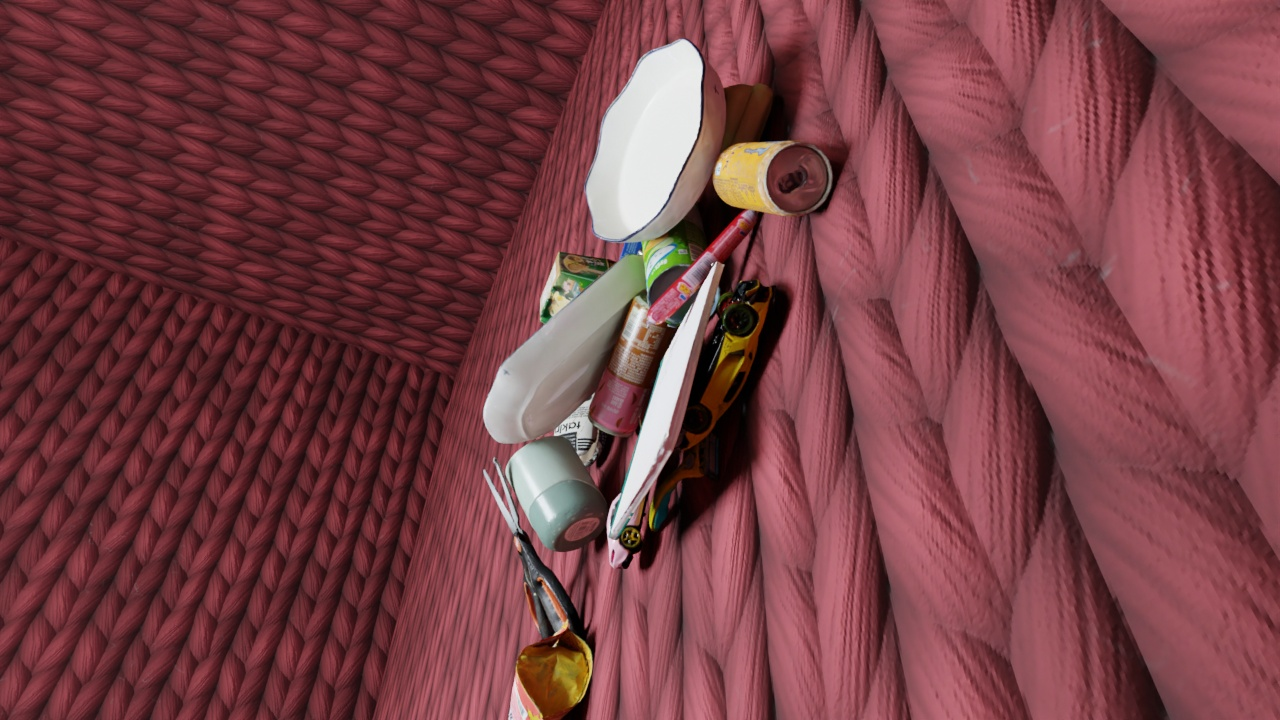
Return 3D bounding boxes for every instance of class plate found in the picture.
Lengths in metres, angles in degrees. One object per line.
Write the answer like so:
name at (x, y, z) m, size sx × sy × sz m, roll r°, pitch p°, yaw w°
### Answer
plate at (-0.060, -0.007, 0.997) m, size 0.265 × 0.034 × 0.162 m, roll -43°, pitch -24°, yaw -22°
plate at (0.015, -0.208, 0.901) m, size 0.205 × 0.045 × 0.204 m, roll -32°, pitch 50°, yaw 49°

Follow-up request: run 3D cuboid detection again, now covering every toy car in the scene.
toy car at (0.065, 0.005, 0.744) m, size 0.071 × 0.041 × 0.156 m, roll -88°, pitch 22°, yaw -78°
toy car at (-0.008, 0.132, 0.849) m, size 0.056 × 0.037 × 0.122 m, roll 90°, pitch -165°, yaw -72°

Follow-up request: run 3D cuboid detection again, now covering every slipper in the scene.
slipper at (0.072, -0.239, 0.947) m, size 0.190 × 0.081 × 0.091 m, roll -144°, pitch 70°, yaw -77°

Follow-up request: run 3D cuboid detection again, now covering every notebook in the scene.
notebook at (0.021, 0.033, 0.782) m, size 0.151 × 0.012 × 0.208 m, roll 117°, pitch 173°, yaw -49°

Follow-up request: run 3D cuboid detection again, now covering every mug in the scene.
mug at (-0.083, 0.153, 1.014) m, size 0.082 × 0.111 × 0.106 m, roll -40°, pitch 57°, yaw 7°

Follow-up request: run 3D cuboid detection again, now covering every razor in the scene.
razor at (0.031, 0.112, 0.786) m, size 0.133 × 0.028 × 0.043 m, roll 121°, pitch 157°, yaw -47°

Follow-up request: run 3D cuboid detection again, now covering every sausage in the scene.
sausage at (0.058, -0.085, 0.831) m, size 0.155 × 0.020 × 0.020 m, roll -46°, pitch 12°, yaw -8°

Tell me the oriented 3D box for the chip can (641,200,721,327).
chip can at (0.035, -0.124, 0.955) m, size 0.235 × 0.072 × 0.072 m, roll -95°, pitch 28°, yaw -56°

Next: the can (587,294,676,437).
can at (-0.006, 0.006, 0.977) m, size 0.058 × 0.058 × 0.147 m, roll -108°, pitch 39°, yaw -66°

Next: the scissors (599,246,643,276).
scissors at (-0.019, -0.060, 1.056) m, size 0.172 × 0.014 × 0.159 m, roll -58°, pitch -25°, yaw 9°

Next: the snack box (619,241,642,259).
snack box at (-0.012, -0.117, 1.136) m, size 0.156 × 0.026 × 0.085 m, roll -76°, pitch 0°, yaw -49°

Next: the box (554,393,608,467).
box at (-0.051, 0.056, 1.131) m, size 0.074 × 0.079 × 0.163 m, roll -20°, pitch 46°, yaw 36°

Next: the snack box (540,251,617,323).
snack box at (-0.077, -0.088, 1.256) m, size 0.117 × 0.105 × 0.118 m, roll -101°, pitch 33°, yaw -63°

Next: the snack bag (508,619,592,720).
snack bag at (-0.113, 0.356, 0.952) m, size 0.208 × 0.073 × 0.128 m, roll 117°, pitch 168°, yaw -48°

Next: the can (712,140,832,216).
can at (0.106, -0.152, 0.760) m, size 0.146 × 0.058 × 0.058 m, roll -133°, pitch 62°, yaw -73°

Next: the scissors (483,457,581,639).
scissors at (-0.125, 0.224, 1.013) m, size 0.221 × 0.021 × 0.224 m, roll 45°, pitch 146°, yaw 42°

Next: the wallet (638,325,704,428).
wallet at (0.027, 0.025, 0.913) m, size 0.096 × 0.020 × 0.122 m, roll -100°, pitch 31°, yaw -68°
